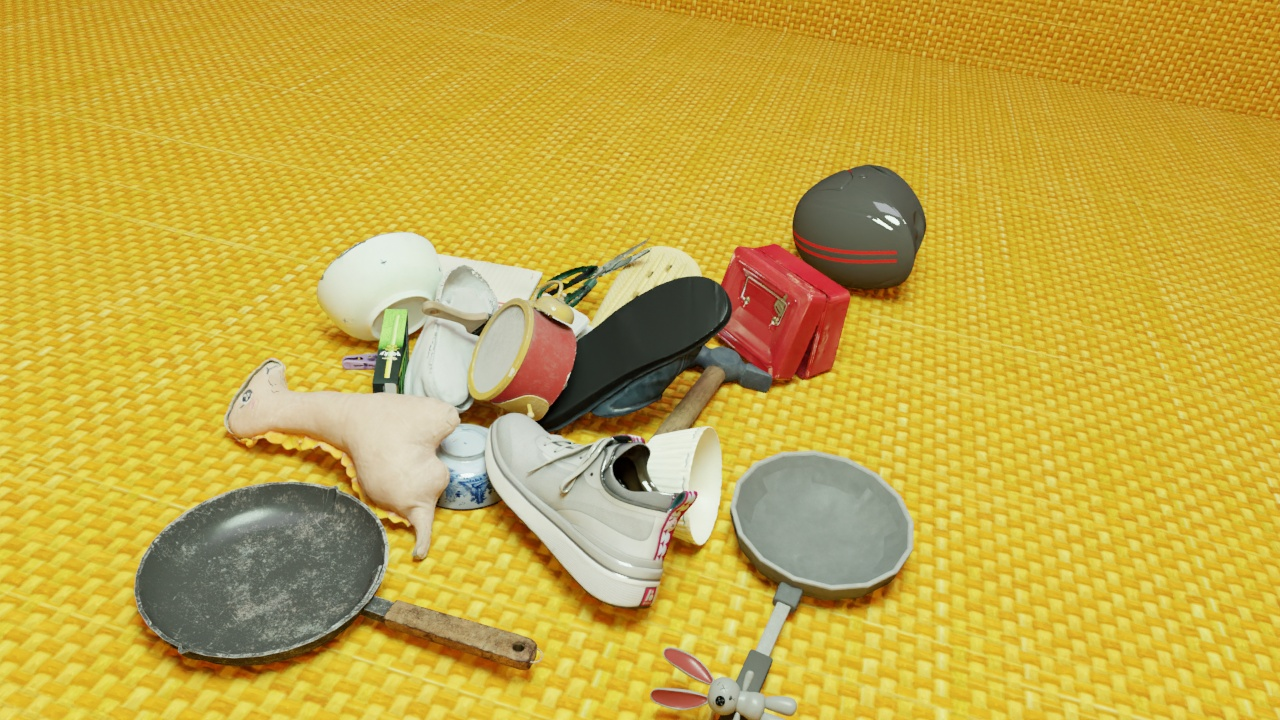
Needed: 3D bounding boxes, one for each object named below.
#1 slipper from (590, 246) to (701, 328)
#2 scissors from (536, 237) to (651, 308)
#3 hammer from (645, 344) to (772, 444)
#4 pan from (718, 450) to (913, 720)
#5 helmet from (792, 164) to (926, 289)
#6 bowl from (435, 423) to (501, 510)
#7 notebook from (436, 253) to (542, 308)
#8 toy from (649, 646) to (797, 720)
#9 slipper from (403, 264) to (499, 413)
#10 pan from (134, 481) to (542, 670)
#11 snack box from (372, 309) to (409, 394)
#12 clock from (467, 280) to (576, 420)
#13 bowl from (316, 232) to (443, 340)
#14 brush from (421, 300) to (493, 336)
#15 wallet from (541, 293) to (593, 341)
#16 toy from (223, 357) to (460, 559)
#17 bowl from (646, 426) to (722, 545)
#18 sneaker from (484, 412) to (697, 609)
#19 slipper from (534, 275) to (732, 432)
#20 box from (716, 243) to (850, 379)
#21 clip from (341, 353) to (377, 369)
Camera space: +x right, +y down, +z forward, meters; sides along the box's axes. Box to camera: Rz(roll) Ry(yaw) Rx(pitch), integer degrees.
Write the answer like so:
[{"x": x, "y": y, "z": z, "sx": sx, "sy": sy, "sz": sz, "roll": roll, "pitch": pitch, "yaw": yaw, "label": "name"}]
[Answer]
[{"x": -0.001, "y": -0.035, "z": 1.156, "sx": 0.111, "sy": 0.079, "sz": 0.260, "roll": 16, "pitch": 53, "yaw": 22, "label": "slipper"}, {"x": -0.071, "y": -0.096, "z": 1.189, "sx": 0.210, "sy": 0.015, "sz": 0.141, "roll": -21, "pitch": 29, "yaw": 31, "label": "scissors"}, {"x": 0.043, "y": 0.072, "z": 1.040, "sx": 0.129, "sy": 0.040, "sz": 0.320, "roll": 23, "pitch": 37, "yaw": 15, "label": "hammer"}, {"x": 0.136, "y": 0.213, "z": 0.841, "sx": 0.179, "sy": 0.041, "sz": 0.356, "roll": 19, "pitch": 41, "yaw": 18, "label": "pan"}, {"x": 0.319, "y": -0.196, "z": 1.377, "sx": 0.169, "sy": 0.164, "sz": 0.265, "roll": -21, "pitch": 31, "yaw": -19, "label": "helmet"}, {"x": -0.182, "y": 0.099, "z": 0.942, "sx": 0.114, "sy": 0.045, "sz": 0.114, "roll": 5, "pitch": 33, "yaw": -4, "label": "bowl"}, {"x": -0.254, "y": -0.101, "z": 1.260, "sx": 0.209, "sy": 0.012, "sz": 0.152, "roll": 10, "pitch": 34, "yaw": 5, "label": "notebook"}, {"x": 0.066, "y": 0.264, "z": 0.723, "sx": 0.112, "sy": 0.030, "sz": 0.049, "roll": 16, "pitch": 72, "yaw": 11, "label": "toy"}, {"x": -0.218, "y": -0.021, "z": 1.073, "sx": 0.075, "sy": 0.112, "sz": 0.246, "roll": -17, "pitch": 39, "yaw": 19, "label": "slipper"}, {"x": -0.249, "y": 0.204, "z": 0.779, "sx": 0.357, "sy": 0.040, "sz": 0.207, "roll": 16, "pitch": 34, "yaw": 12, "label": "pan"}, {"x": -0.275, "y": 0.015, "z": 1.018, "sx": 0.025, "sy": 0.080, "sz": 0.147, "roll": 1, "pitch": 34, "yaw": -10, "label": "snack box"}, {"x": -0.117, "y": -0.013, "z": 1.003, "sx": 0.081, "sy": 0.158, "sz": 0.117, "roll": 26, "pitch": -17, "yaw": -32, "label": "clock"}, {"x": -0.303, "y": -0.077, "z": 1.105, "sx": 0.153, "sy": 0.154, "sz": 0.073, "roll": -19, "pitch": 64, "yaw": -34, "label": "bowl"}, {"x": -0.182, "y": -0.042, "z": 1.041, "sx": 0.151, "sy": 0.039, "sz": 0.012, "roll": 20, "pitch": 48, "yaw": -45, "label": "brush"}, {"x": -0.124, "y": -0.020, "z": 1.111, "sx": 0.115, "sy": 0.037, "sz": 0.118, "roll": -45, "pitch": 41, "yaw": -13, "label": "wallet"}, {"x": -0.306, "y": 0.090, "z": 0.908, "sx": 0.265, "sy": 0.065, "sz": 0.195, "roll": 1, "pitch": 68, "yaw": 15, "label": "toy"}, {"x": 0.035, "y": 0.120, "z": 0.903, "sx": 0.062, "sy": 0.115, "sz": 0.115, "roll": 3, "pitch": 31, "yaw": 21, "label": "bowl"}, {"x": -0.053, "y": 0.106, "z": 0.864, "sx": 0.096, "sy": 0.129, "sz": 0.263, "roll": 20, "pitch": 16, "yaw": -48, "label": "sneaker"}, {"x": -0.006, "y": 0.006, "z": 1.027, "sx": 0.266, "sy": 0.083, "sz": 0.108, "roll": -33, "pitch": 43, "yaw": 13, "label": "slipper"}, {"x": 0.183, "y": -0.065, "z": 1.185, "sx": 0.112, "sy": 0.135, "sz": 0.157, "roll": -4, "pitch": 34, "yaw": -35, "label": "box"}, {"x": -0.327, "y": -0.001, "z": 1.096, "sx": 0.052, "sy": 0.014, "sz": 0.042, "roll": 10, "pitch": 34, "yaw": 1, "label": "clip"}]
